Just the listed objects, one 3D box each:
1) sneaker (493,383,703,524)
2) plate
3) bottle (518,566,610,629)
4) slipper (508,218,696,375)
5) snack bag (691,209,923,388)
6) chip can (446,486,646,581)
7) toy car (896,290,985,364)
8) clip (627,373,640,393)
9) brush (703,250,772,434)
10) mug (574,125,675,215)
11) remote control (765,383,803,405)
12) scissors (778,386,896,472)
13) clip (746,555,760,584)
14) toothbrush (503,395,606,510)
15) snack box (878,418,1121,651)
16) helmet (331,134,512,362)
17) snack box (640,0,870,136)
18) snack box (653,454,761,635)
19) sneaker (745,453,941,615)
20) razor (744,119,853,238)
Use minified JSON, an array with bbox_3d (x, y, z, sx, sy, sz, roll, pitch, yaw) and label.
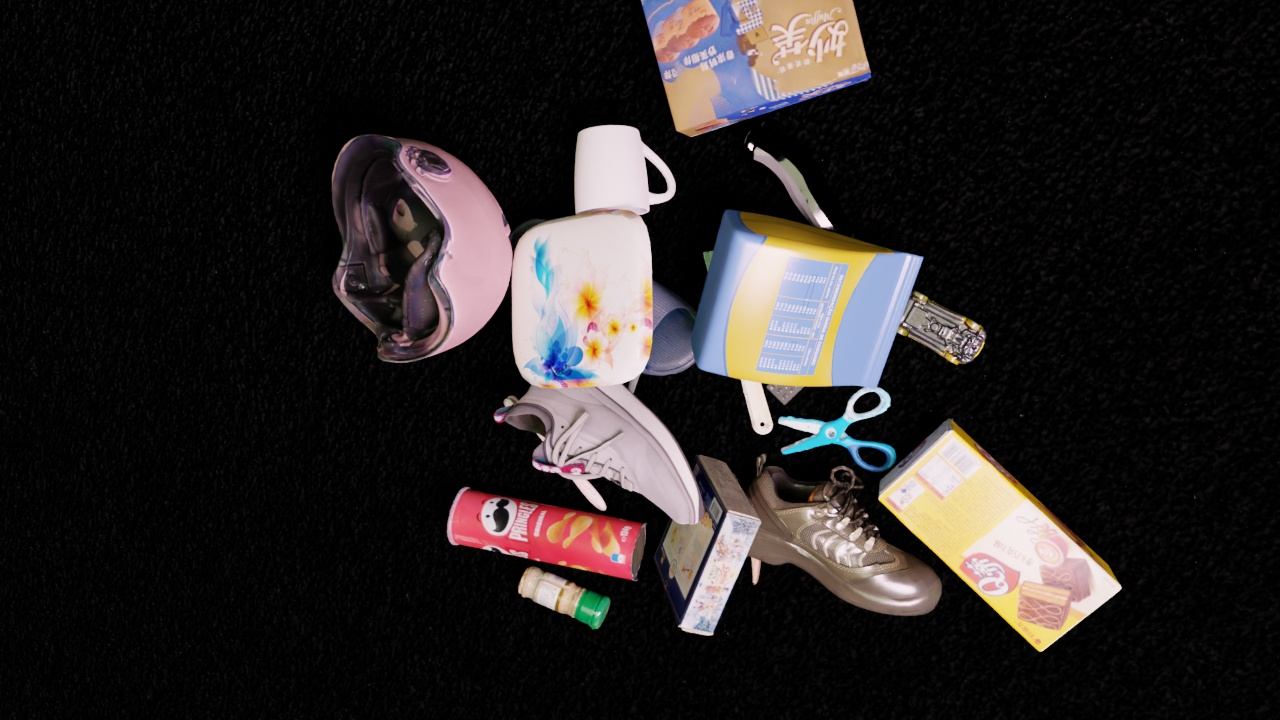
[{"bbox_3d":[-0.044,0.098,1.002,0.128,0.097,0.263,-40,65,-16],"label":"sneaker"},{"bbox_3d":[-0.070,-0.065,0.981,0.187,0.016,0.187,-4,85,34],"label":"plate"},{"bbox_3d":[-0.095,0.290,1.127,0.111,0.043,0.043,20,104,13],"label":"bottle"},{"bbox_3d":[-0.048,-0.074,1.020,0.263,0.082,0.101,34,90,12],"label":"slipper"},{"bbox_3d":[0.170,-0.056,0.946,0.205,0.102,0.159,10,114,-7],"label":"snack bag"},{"bbox_3d":[-0.110,0.208,1.103,0.233,0.073,0.073,9,101,14],"label":"chip can"},{"bbox_3d":[0.309,-0.037,0.963,0.107,0.030,0.049,31,107,11],"label":"toy car"},{"bbox_3d":[-0.015,0.001,1.067,0.049,0.023,0.078,20,106,11],"label":"clip"},{"bbox_3d":[0.112,-0.020,1.032,0.033,0.012,0.217,-14,96,18],"label":"brush"},{"bbox_3d":[-0.017,-0.207,1.010,0.114,0.081,0.087,-3,90,-16],"label":"mug"},{"bbox_3d":[0.197,-0.008,1.011,0.030,0.009,0.140,45,108,5],"label":"remote control"},{"bbox_3d":[0.221,0.090,1.020,0.141,0.013,0.114,-24,94,16],"label":"scissors"},{"bbox_3d":[0.121,0.228,1.066,0.039,0.024,0.060,1,90,13],"label":"clip"},{"bbox_3d":[-0.103,0.113,1.113,0.016,0.018,0.181,-42,87,18],"label":"toothbrush"},{"bbox_3d":[0.371,0.182,0.966,0.230,0.061,0.110,44,107,5],"label":"snack box"},{"bbox_3d":[-0.240,-0.135,1.028,0.255,0.152,0.231,52,135,20],"label":"helmet"},{"bbox_3d":[0.118,-0.338,0.946,0.203,0.069,0.155,-14,96,17],"label":"snack box"},{"bbox_3d":[0.069,0.199,1.012,0.042,0.144,0.145,16,106,-16],"label":"snack box"},{"bbox_3d":[0.219,0.168,0.988,0.238,0.100,0.143,20,111,18],"label":"sneaker"},{"bbox_3d":[0.172,-0.183,0.969,0.156,0.057,0.060,45,139,5],"label":"razor"}]
